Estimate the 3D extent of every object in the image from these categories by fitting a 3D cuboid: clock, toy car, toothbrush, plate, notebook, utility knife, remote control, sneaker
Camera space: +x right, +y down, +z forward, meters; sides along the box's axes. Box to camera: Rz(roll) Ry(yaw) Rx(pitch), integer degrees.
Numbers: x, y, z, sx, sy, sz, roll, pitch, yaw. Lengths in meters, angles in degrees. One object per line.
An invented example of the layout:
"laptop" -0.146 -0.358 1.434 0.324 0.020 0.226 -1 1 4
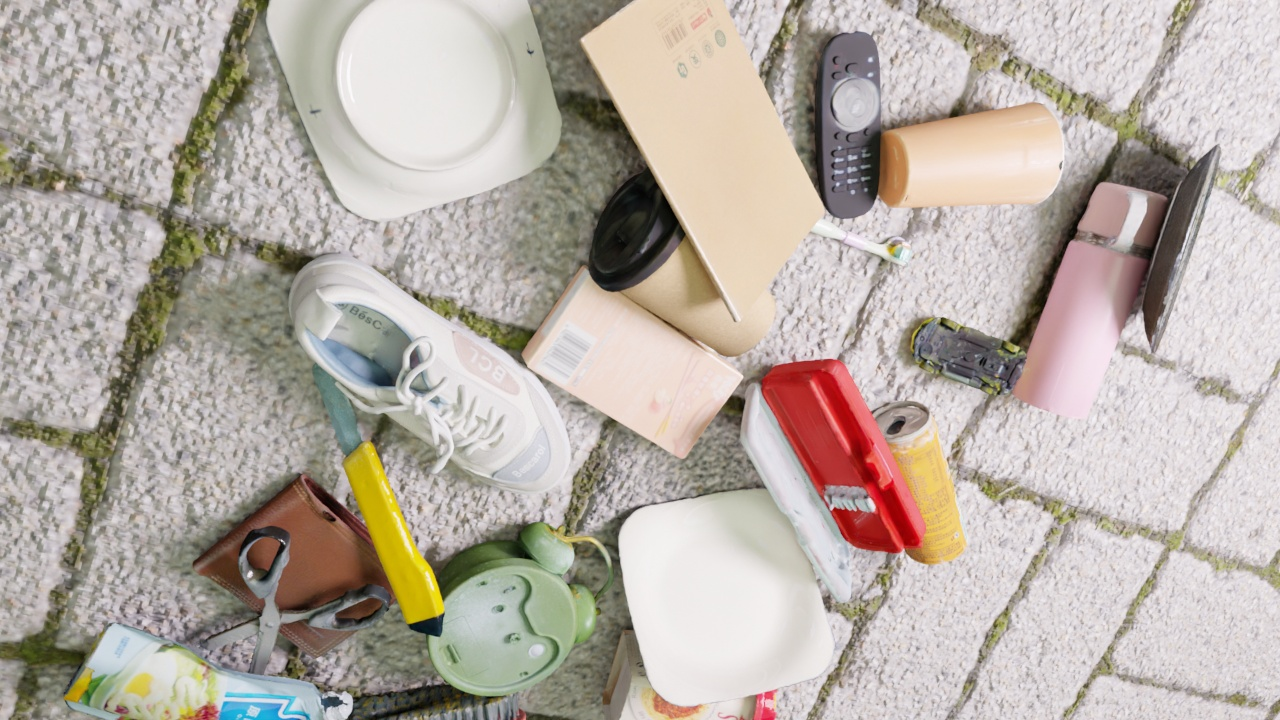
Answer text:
"clock" -0.096 0.192 0.726 0.161 0.056 0.116 -23 116 -9
"toy car" 0.281 -0.006 0.793 0.105 0.032 0.048 19 103 -12
"toothbrush" 0.132 -0.110 0.711 0.189 0.029 0.020 16 144 -22
"plate" -0.137 -0.178 0.585 0.163 0.034 0.164 -22 116 -10
"plate" 0.453 -0.095 0.778 0.178 0.024 0.180 -34 134 -45
"notebook" 0.052 -0.151 0.619 0.147 0.008 0.208 -50 119 -37
"utility knife" -0.186 0.097 0.656 0.033 0.015 0.223 -18 99 9
"remote control" 0.155 -0.175 0.690 0.053 0.024 0.136 -10 111 -13
"plate" 0.066 0.192 0.756 0.163 0.034 0.164 -7 68 -16
"sneaker" -0.133 0.023 0.631 0.089 0.090 0.242 -47 117 3

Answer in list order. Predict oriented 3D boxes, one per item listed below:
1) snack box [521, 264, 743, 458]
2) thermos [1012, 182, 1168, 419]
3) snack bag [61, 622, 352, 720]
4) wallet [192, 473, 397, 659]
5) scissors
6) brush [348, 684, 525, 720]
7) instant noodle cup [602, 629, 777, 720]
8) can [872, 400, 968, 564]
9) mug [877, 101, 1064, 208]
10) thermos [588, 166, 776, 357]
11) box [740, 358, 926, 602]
"snack box" -0.004 0.004 0.702 0.157 0.026 0.084 33 96 -26
"thermos" 0.385 -0.049 0.783 0.067 0.087 0.199 20 108 14
"snack bag" -0.313 0.253 0.677 0.191 0.038 0.110 30 111 -24
"wallet" -0.245 0.155 0.677 0.101 0.032 0.124 -39 116 1
"scissors" -0.263 0.188 0.666 0.159 0.014 0.181 7 122 -7
"brush" -0.164 0.304 0.742 0.145 0.063 0.069 -3 99 -20
"instant noodle cup" 0.038 0.290 0.784 0.124 0.116 0.116 12 106 -10
"can" 0.245 0.110 0.809 0.058 0.058 0.146 -27 116 -7
"mug" 0.247 -0.153 0.705 0.122 0.078 0.078 -8 112 -10
"thermos" 0.032 -0.064 0.659 0.143 0.093 0.093 36 95 -34
"box" 0.149 0.105 0.749 0.100 0.096 0.201 -52 121 -37
